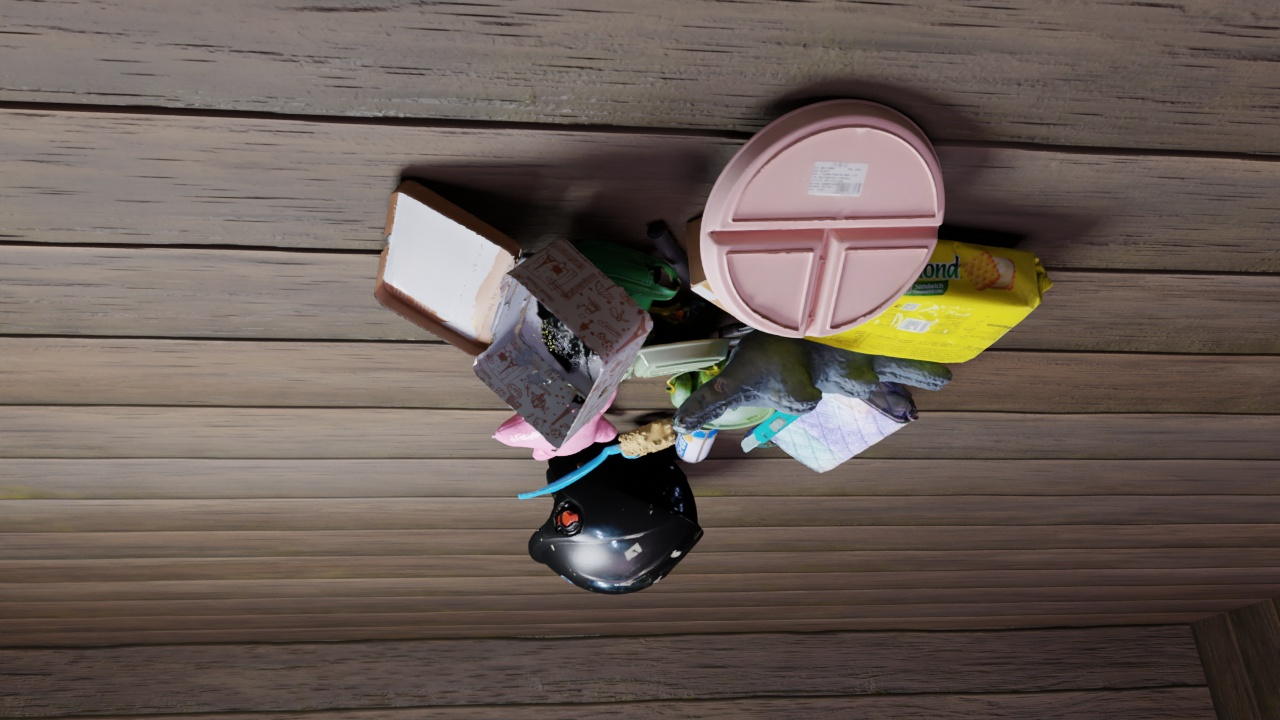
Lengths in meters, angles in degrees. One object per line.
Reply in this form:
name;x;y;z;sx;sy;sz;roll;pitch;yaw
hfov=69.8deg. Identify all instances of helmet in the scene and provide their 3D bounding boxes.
helmet;-0.038;0.256;1.444;0.274;0.230;0.233;-45;147;-2

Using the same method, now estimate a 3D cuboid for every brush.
brush;-0.059;0.148;1.340;0.254;0.046;0.083;-25;171;-8

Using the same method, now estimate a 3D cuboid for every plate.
plate;-0.006;0.006;1.072;0.230;0.027;0.230;-10;176;-1
plate;0.166;-0.115;0.814;0.229;0.028;0.230;-6;124;-10

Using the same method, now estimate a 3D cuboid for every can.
can;0.084;0.104;1.342;0.053;0.053;0.135;0;153;-6

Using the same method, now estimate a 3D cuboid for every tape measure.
tape measure;0.194;0.117;1.409;0.054;0.025;0.058;16;149;-31

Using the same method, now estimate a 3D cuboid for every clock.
clock;0.106;0.041;1.214;0.161;0.056;0.116;20;145;-37

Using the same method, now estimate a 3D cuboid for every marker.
marker;0.041;-0.103;0.960;0.022;0.020;0.132;-2;156;24

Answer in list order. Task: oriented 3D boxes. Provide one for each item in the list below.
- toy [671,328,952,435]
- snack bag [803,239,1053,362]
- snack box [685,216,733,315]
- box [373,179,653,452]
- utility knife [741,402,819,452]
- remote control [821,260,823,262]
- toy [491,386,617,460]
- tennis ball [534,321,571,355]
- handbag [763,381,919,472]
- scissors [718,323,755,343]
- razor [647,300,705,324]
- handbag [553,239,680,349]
toy;0.182;0.010;1.037;0.355;0.137;0.092;-10;139;-23
snack bag;0.290;-0.060;0.968;0.246;0.068;0.158;5;151;-15
snack box;0.110;-0.102;0.904;0.093;0.077;0.094;-22;148;34
box;-0.133;-0.054;0.898;0.262;0.088;0.178;40;142;8
utility knife;0.183;0.088;1.245;0.013;0.029;0.194;-39;174;-33
remote control;0.261;-0.095;0.993;0.150;0.021;0.058;20;144;-37
toy;-0.116;0.081;1.250;0.178;0.074;0.195;-14;151;-8
tennis ball;-0.099;-0.031;1.043;0.065;0.065;0.066;-2;154;-1
handbag;0.263;0.071;1.237;0.134;0.075;0.194;35;146;-6
scissors;0.168;-0.057;1.077;0.177;0.014;0.159;-16;152;20
razor;0.003;-0.061;1.041;0.142;0.022;0.043;10;149;-22
handbag;-0.030;-0.061;0.965;0.120;0.067;0.132;9;143;-11
